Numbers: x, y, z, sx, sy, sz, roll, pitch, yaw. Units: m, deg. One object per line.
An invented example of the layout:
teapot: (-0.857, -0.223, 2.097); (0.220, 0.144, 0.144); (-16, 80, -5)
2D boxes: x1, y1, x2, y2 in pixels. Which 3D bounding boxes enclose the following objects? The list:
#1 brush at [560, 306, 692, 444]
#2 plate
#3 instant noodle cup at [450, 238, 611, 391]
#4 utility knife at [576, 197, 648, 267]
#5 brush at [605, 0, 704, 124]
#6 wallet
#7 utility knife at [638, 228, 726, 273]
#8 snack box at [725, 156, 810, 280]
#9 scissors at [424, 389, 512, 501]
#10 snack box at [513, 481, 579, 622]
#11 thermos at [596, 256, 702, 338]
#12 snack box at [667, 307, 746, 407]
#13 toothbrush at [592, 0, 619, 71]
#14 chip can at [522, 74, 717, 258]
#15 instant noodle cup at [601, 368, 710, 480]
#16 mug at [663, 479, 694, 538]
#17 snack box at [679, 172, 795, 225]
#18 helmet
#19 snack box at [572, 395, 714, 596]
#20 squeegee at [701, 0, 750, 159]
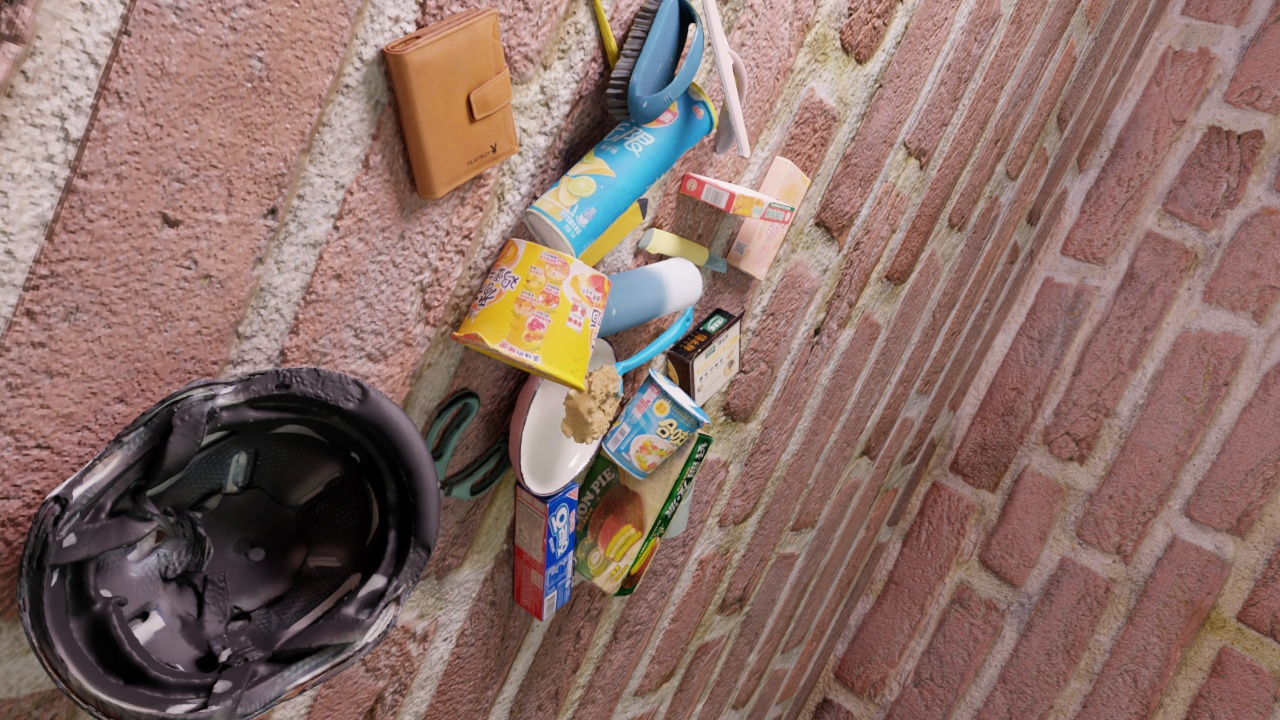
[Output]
brush: (-0.006, 0.006, 1.056); (0.253, 0.046, 0.083); (-41, 141, -40)
plate: (-0.091, 0.057, 1.033); (0.191, 0.039, 0.193); (-44, 145, -43)
instant noodle cup: (-0.096, -0.045, 0.873); (0.138, 0.138, 0.109); (30, 81, -60)
utility knife: (-0.049, -0.123, 0.988); (0.170, 0.015, 0.033); (-44, 140, -24)
brush: (0.021, -0.287, 0.871); (0.055, 0.074, 0.143); (52, 52, -56)
wallet: (-0.150, -0.209, 0.750); (0.107, 0.031, 0.132); (-38, 144, -32)
utility knife: (0.061, -0.133, 1.141); (0.212, 0.022, 0.031); (11, 107, -52)
snack box: (0.176, -0.192, 1.258); (0.084, 0.026, 0.157); (16, 102, -59)
scissors: (-0.186, 0.111, 0.976); (0.180, 0.019, 0.170); (9, 105, -59)
snack box: (-0.118, 0.228, 1.135); (0.057, 0.058, 0.208); (-30, 138, -41)
thermos: (-0.015, -0.069, 1.028); (0.219, 0.070, 0.070); (-21, 132, -50)
snack box: (0.092, -0.006, 1.261); (0.113, 0.053, 0.126); (-40, 143, -31)
toothbrush: (-0.025, -0.298, 0.875); (0.015, 0.016, 0.190); (-50, 148, -19)
chip can: (-0.018, -0.189, 0.904); (0.210, 0.071, 0.071); (-46, 147, -15)
instant noodle cup: (0.013, 0.082, 1.114); (0.110, 0.099, 0.099); (-48, 151, 7)
mug: (0.035, 0.178, 1.314); (0.111, 0.082, 0.106); (-71, 169, -57)
snack box: (0.121, -0.197, 1.120); (0.155, 0.077, 0.027); (-3, 117, -55)
helmet: (-0.294, 0.139, 0.677); (0.273, 0.230, 0.157); (-42, -173, -33)
snack box: (-0.011, 0.176, 1.195); (0.063, 0.114, 0.240); (21, 97, -61)
squeegee: (0.093, -0.280, 0.979); (0.250, 0.040, 0.247); (69, 9, -77)
